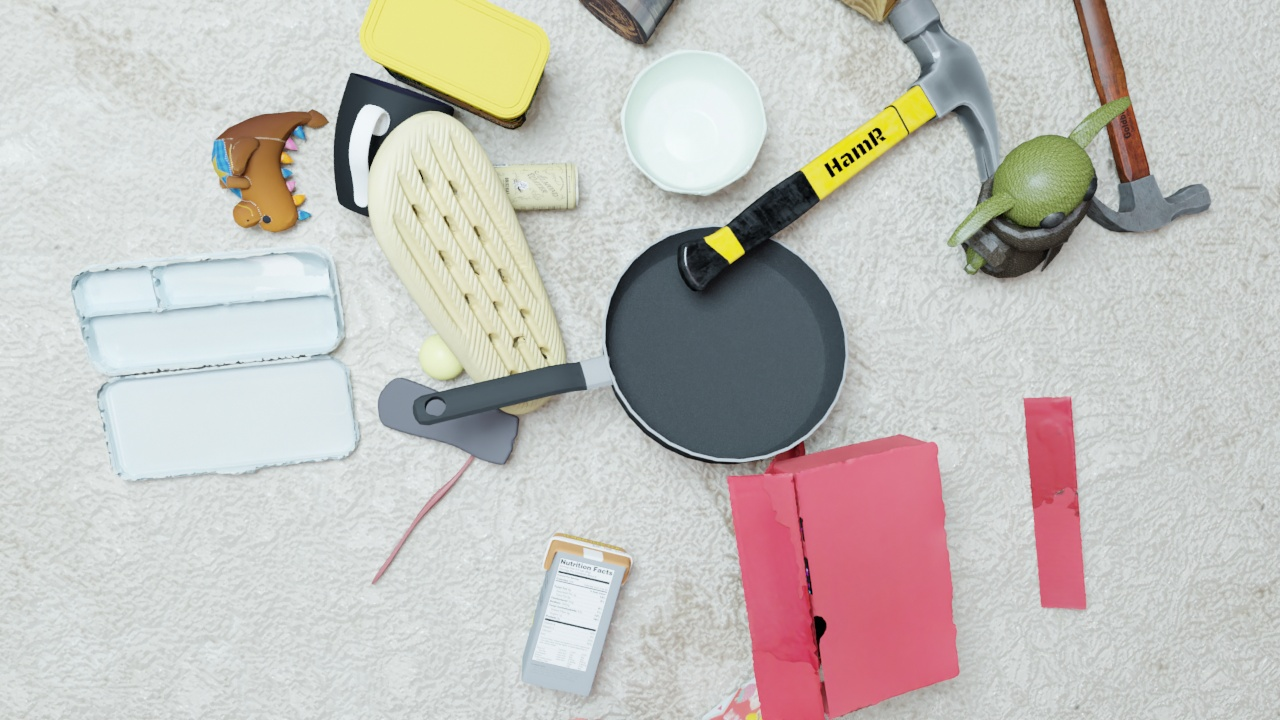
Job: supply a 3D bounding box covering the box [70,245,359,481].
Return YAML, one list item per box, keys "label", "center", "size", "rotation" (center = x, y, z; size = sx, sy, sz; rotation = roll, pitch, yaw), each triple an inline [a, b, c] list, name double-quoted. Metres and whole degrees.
- label: "box"
  center: [-0.348, 0.003, 0.765]
  size: [0.209, 0.037, 0.190]
  rotation: [-8, 105, -5]

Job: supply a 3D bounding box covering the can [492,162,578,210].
- label: "can"
  center: [-0.093, -0.145, 0.766]
  size: [0.079, 0.038, 0.038]
  rotation: [-2, 97, -6]

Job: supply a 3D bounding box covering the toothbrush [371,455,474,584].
- label: "toothbrush"
  center: [-0.182, 0.122, 0.802]
  size: [0.015, 0.015, 0.184]
  rotation: [37, 93, -6]

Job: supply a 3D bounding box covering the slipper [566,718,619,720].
- label: "slipper"
  center: [-0.005, 0.389, 0.831]
  size: [0.103, 0.059, 0.249]
  rotation: [-45, 114, 0]

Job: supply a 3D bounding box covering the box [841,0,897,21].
- label: "box"
  center: [0.162, -0.470, 0.652]
  size: [0.264, 0.269, 0.279]
  rotation: [38, 92, 7]

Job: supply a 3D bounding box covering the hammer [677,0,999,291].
- label: "hammer"
  center: [0.165, -0.158, 0.769]
  size: [0.324, 0.034, 0.170]
  rotation: [-36, 99, -11]

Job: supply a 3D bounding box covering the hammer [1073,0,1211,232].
- label: "hammer"
  center: [0.411, -0.259, 0.810]
  size: [0.111, 0.028, 0.301]
  rotation: [-20, 98, -4]

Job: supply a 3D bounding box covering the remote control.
- label: "remote control"
  center: [-0.166, 0.051, 0.786]
  size: [0.124, 0.009, 0.046]
  rotation: [18, 93, 5]

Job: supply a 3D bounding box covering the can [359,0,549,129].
- label: "can"
  center: [-0.140, -0.238, 0.718]
  size: [0.131, 0.101, 0.072]
  rotation: [23, 94, -8]

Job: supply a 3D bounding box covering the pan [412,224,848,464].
- label: "pan"
  center: [-0.004, 0.004, 0.745]
  size: [0.355, 0.044, 0.204]
  rotation: [-13, 75, -12]

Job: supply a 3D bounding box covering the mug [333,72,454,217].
- label: "mug"
  center: [-0.203, -0.162, 0.714]
  size: [0.085, 0.118, 0.100]
  rotation: [19, 104, -3]

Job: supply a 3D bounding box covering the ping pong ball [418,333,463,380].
- label: "ping pong ball"
  center: [-0.167, -0.003, 0.775]
  size: [0.040, 0.040, 0.040]
  rotation: [-1, 97, -6]

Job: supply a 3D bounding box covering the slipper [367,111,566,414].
- label: "slipper"
  center: [-0.145, -0.068, 0.739]
  size: [0.111, 0.079, 0.261]
  rotation: [-44, 125, -30]

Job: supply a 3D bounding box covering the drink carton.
- label: "drink carton"
  center: [-0.059, 0.222, 0.808]
  size: [0.076, 0.048, 0.125]
  rotation: [15, 95, -7]

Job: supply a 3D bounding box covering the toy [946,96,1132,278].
- label: "toy"
  center: [0.325, -0.127, 0.763]
  size: [0.179, 0.153, 0.078]
  rotation: [-39, 72, -1]

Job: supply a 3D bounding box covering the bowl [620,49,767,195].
- label: "bowl"
  center: [0.042, -0.190, 0.760]
  size: [0.117, 0.061, 0.117]
  rotation: [0, 90, -1]

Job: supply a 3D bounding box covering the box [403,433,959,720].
- label: "box"
  center: [0.027, 0.196, 0.782]
  size: [0.467, 0.138, 0.214]
  rotation: [-9, 99, 3]

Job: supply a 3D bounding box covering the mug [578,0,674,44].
- label: "mug"
  center: [-0.009, -0.334, 0.740]
  size: [0.116, 0.080, 0.107]
  rotation: [36, 91, 17]

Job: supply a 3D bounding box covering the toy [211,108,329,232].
- label: "toy"
  center: [-0.293, -0.156, 0.748]
  size: [0.102, 0.071, 0.090]
  rotation: [-30, 113, -24]

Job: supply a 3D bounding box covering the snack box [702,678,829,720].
- label: "snack box"
  center: [0.116, 0.341, 0.815]
  size: [0.095, 0.093, 0.079]
  rotation: [-40, 99, 7]
